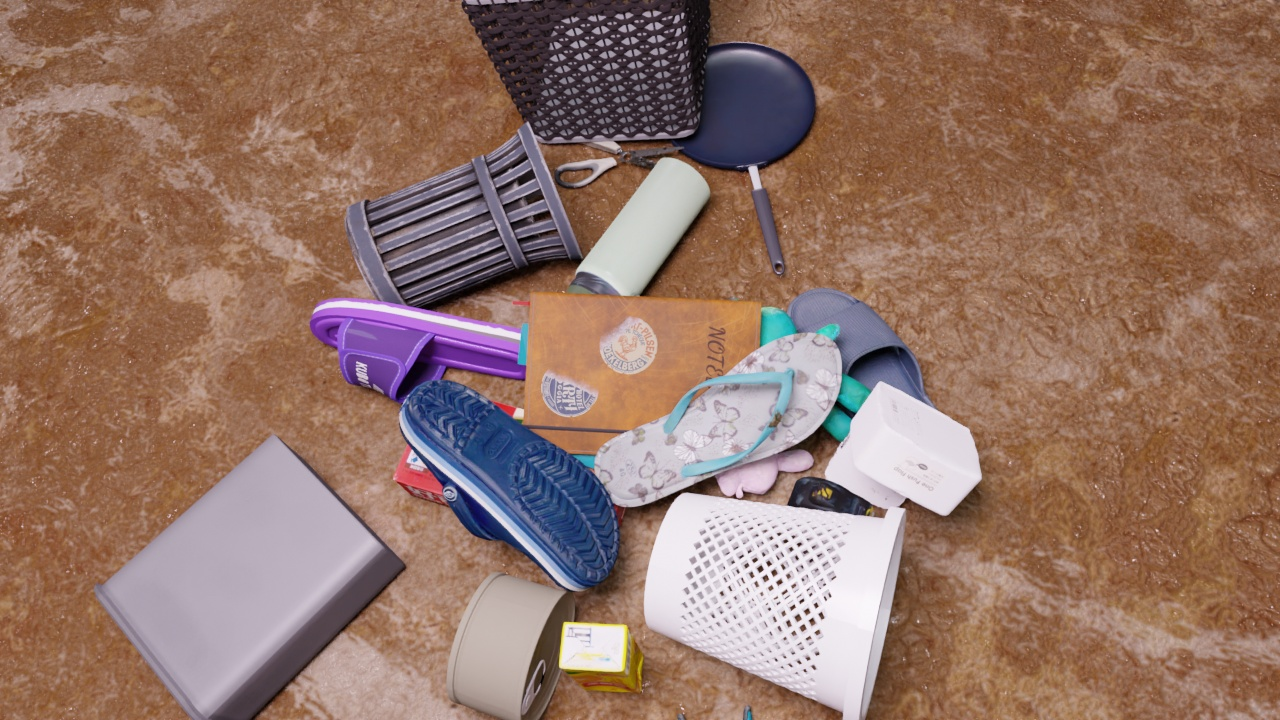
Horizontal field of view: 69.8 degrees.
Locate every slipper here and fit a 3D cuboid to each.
[{"bbox_3d":[0.080,0.065,0.881,0.269,0.054,0.098,-31,87,4],"label":"slipper"},{"bbox_3d":[-0.244,0.003,1.006,0.266,0.107,0.083,9,66,4],"label":"slipper"},{"bbox_3d":[-0.128,0.121,0.879,0.253,0.095,0.104,42,36,2],"label":"slipper"},{"bbox_3d":[0.250,0.017,0.962,0.101,0.083,0.263,-28,67,-9],"label":"slipper"}]

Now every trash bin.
[{"bbox_3d":[-0.385,0.218,0.919,0.192,0.098,0.219,39,73,20],"label":"trash bin"},{"bbox_3d":[-0.201,-0.150,1.043,0.227,0.164,0.164,-22,65,-1],"label":"trash bin"},{"bbox_3d":[0.121,0.208,0.837,0.200,0.195,0.195,11,66,21],"label":"trash bin"}]

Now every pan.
[{"bbox_3d":[0.133,-0.254,1.132,0.199,0.021,0.355,-10,64,1],"label":"pan"}]

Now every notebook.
[{"bbox_3d":[-0.008,0.024,0.924,0.249,0.014,0.178,3,87,3],"label":"notebook"}]

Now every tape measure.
[{"bbox_3d":[0.184,0.146,0.913,0.071,0.072,0.042,27,72,-14],"label":"tape measure"}]

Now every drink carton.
[{"bbox_3d":[-0.033,0.273,0.838,0.058,0.135,0.042,0,62,8],"label":"drink carton"}]

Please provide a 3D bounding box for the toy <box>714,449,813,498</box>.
[{"bbox_3d":[0.123,0.105,0.953,0.110,0.047,0.063,-23,67,-17],"label":"toy"}]

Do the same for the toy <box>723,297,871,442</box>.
[{"bbox_3d":[0.151,0.007,0.946,0.193,0.131,0.072,39,39,23],"label":"toy"}]

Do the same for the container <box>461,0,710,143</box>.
[{"bbox_3d":[-0.046,-0.428,1.091,0.246,0.244,0.246,1,62,12],"label":"container"}]

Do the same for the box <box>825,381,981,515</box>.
[{"bbox_3d":[0.236,0.104,0.882,0.108,0.137,0.128,30,27,-5],"label":"box"}]

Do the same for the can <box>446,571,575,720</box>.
[{"bbox_3d":[-0.118,0.267,0.853,0.073,0.128,0.127,14,67,13],"label":"can"}]

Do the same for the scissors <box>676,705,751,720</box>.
[{"bbox_3d":[0.073,0.385,0.840,0.124,0.019,0.156,27,69,17],"label":"scissors"}]

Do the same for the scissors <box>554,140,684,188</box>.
[{"bbox_3d":[-0.035,-0.260,1.149,0.158,0.012,0.162,-30,62,-1],"label":"scissors"}]

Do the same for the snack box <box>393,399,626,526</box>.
[{"bbox_3d":[-0.126,0.114,0.962,0.236,0.060,0.113,14,67,12],"label":"snack box"}]

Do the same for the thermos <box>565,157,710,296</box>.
[{"bbox_3d":[-0.008,-0.123,1.054,0.082,0.082,0.231,29,70,17],"label":"thermos"}]
